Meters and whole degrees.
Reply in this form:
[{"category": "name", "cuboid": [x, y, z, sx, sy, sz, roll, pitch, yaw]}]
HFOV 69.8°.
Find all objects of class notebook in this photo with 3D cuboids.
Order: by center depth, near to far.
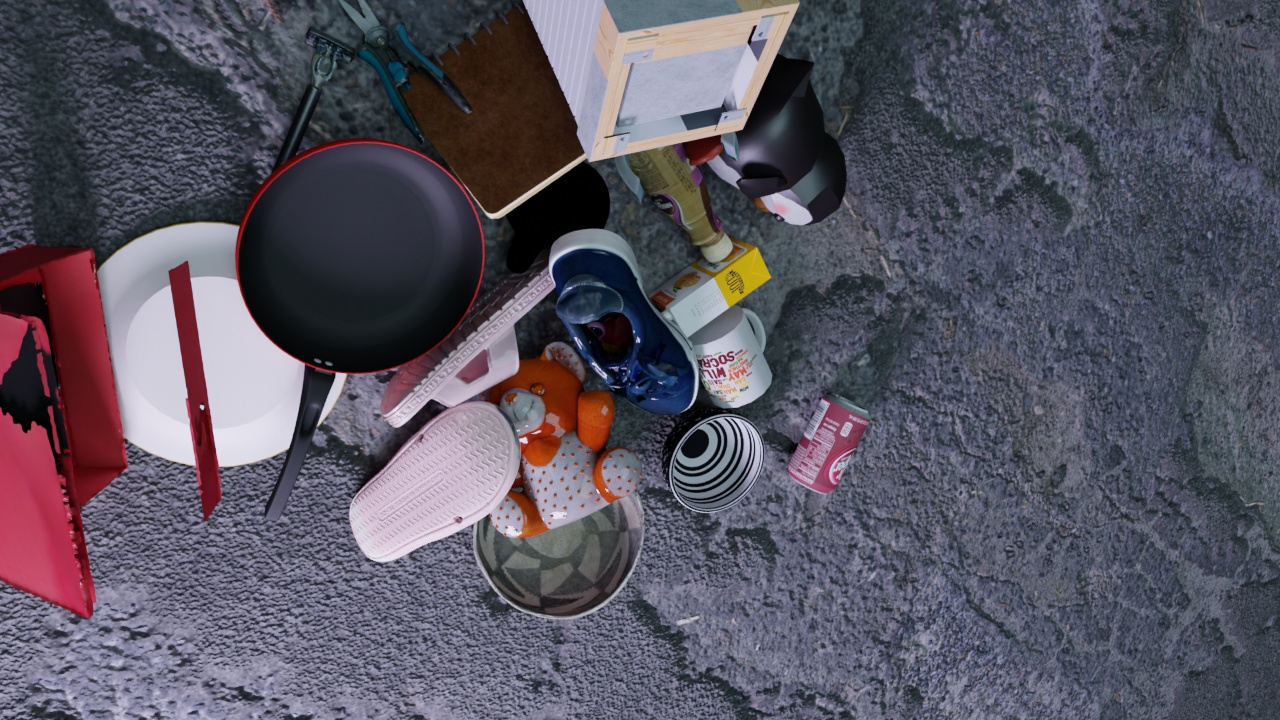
[{"category": "notebook", "cuboid": [-0.087, -0.248, 0.819, 0.225, 0.024, 0.167, -36, 76, -9]}]

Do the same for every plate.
[{"category": "plate", "cuboid": [-0.380, -0.009, 0.821, 0.229, 0.021, 0.230, -6, 108, -17]}]

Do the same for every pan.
[{"category": "pan", "cuboid": [-0.272, -0.024, 0.815, 0.208, 0.067, 0.356, 17, 105, -35]}]

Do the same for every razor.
[{"category": "razor", "cuboid": [-0.293, -0.213, 0.797, 0.042, 0.022, 0.144, 21, 99, -28]}]

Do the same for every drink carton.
[{"category": "drink carton", "cuboid": [0.071, -0.078, 0.989, 0.122, 0.058, 0.040, -36, 119, -9]}]

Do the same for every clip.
[{"category": "clip", "cuboid": [0.048, -0.235, 0.858, 0.159, 0.030, 0.173, -7, 71, 12]}]

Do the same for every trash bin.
[{"category": "trash bin", "cuboid": [-0.008, -0.315, 0.742, 0.142, 0.143, 0.246, -16, 70, -18]}]

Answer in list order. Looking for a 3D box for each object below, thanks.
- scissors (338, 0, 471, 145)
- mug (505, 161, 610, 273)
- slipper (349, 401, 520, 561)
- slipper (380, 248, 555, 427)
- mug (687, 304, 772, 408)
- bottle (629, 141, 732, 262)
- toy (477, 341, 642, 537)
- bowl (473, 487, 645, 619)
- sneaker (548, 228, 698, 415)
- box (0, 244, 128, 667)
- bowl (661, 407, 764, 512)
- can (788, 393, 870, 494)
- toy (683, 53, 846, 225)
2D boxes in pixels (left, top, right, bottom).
[{"category": "scissors", "cuboid": [-0.206, -0.251, 0.788, 0.123, 0.019, 0.148, 2, 85, -8]}, {"category": "mug", "cuboid": [-0.093, -0.138, 0.872, 0.085, 0.094, 0.122, 25, 97, -29]}, {"category": "slipper", "cuboid": [-0.201, 0.125, 0.897, 0.222, 0.106, 0.055, -35, 165, 21]}, {"category": "slipper", "cuboid": [-0.150, -0.016, 0.894, 0.239, 0.094, 0.064, -44, 116, -11]}, {"category": "mug", "cuboid": [0.104, -0.014, 1.026, 0.105, 0.074, 0.089, -48, 124, -32]}, {"category": "bottle", "cuboid": [0.043, -0.171, 0.942, 0.059, 0.059, 0.166, -41, 120, -6]}, {"category": "toy", "cuboid": [-0.093, 0.076, 0.911, 0.164, 0.092, 0.172, -26, 80, 16]}, {"category": "bowl", "cuboid": [-0.089, 0.183, 0.986, 0.178, 0.081, 0.178, 1, 79, -8]}, {"category": "sneaker", "cuboid": [-0.005, 0.005, 0.896, 0.121, 0.127, 0.295, -10, 149, 15]}, {"category": "box", "cuboid": [-0.455, 0.048, 0.653, 0.121, 0.318, 0.211, -6, 110, -23]}, {"category": "bowl", "cuboid": [0.074, 0.106, 1.052, 0.120, 0.066, 0.120, -8, 111, -22]}, {"category": "can", "cuboid": [0.230, 0.101, 1.123, 0.063, 0.063, 0.114, 21, 99, -29]}, {"category": "toy", "cuboid": [0.152, -0.214, 0.931, 0.140, 0.158, 0.184, -21, 140, 32]}]
